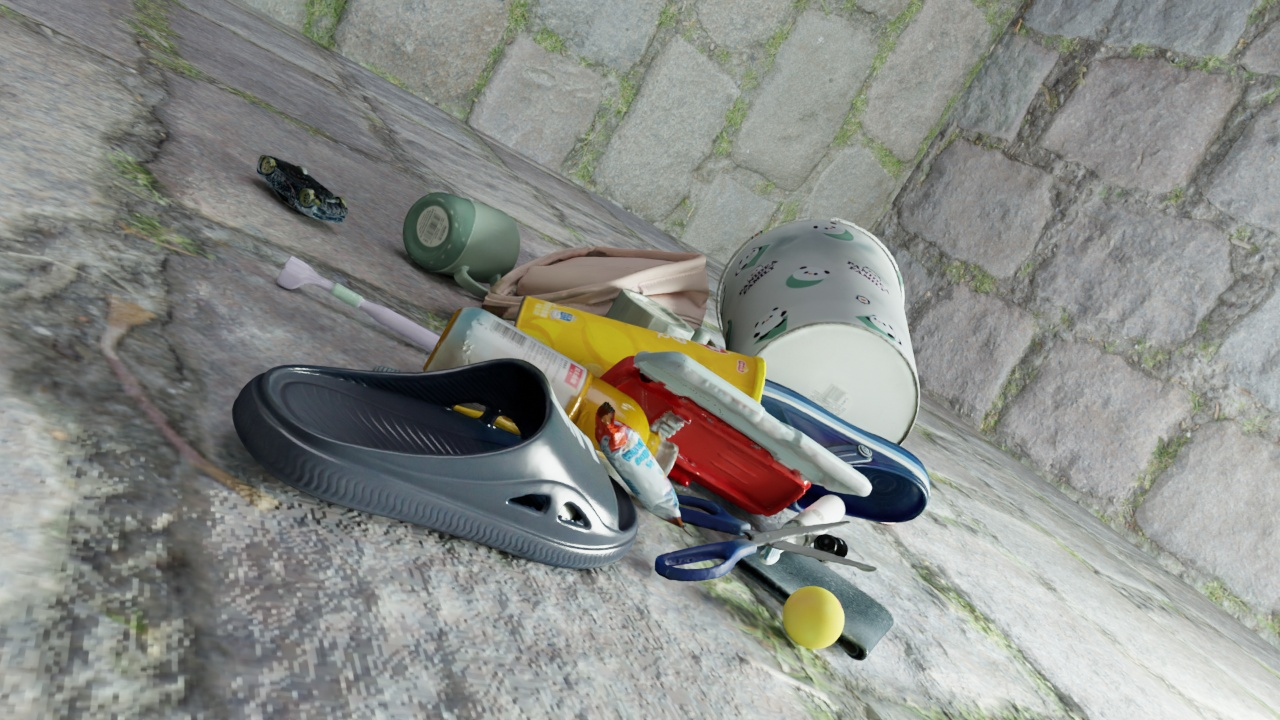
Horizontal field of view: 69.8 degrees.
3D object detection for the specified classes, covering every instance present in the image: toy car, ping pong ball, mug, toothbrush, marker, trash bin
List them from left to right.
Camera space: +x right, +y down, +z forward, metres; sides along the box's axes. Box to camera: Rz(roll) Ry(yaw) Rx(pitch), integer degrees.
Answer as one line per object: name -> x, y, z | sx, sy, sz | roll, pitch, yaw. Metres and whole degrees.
toy car -> -0.327, -0.163, 0.882 | 0.105, 0.031, 0.049 | 38, 13, 23
toothbrush -> -0.186, -0.025, 0.710 | 0.189, 0.021, 0.029 | 29, 50, -19
mug -> -0.184, -0.116, 0.960 | 0.106, 0.082, 0.111 | 6, 59, -65
toothbrush -> -0.093, 0.043, 0.622 | 0.191, 0.016, 0.018 | 22, 32, -12
mug -> 0.004, 0.000, 0.871 | 0.123, 0.103, 0.083 | 17, 18, -46
toothbrush -> 0.132, 0.137, 0.743 | 0.027, 0.026, 0.220 | 27, 11, 21
ping pong ball -> 0.114, 0.170, 0.607 | 0.040, 0.040, 0.040 | 30, 12, -7
trash bin -> 0.197, -0.012, 1.026 | 0.229, 0.230, 0.251 | 29, 27, -10
marker -> 0.157, 0.156, 0.758 | 0.020, 0.022, 0.132 | 21, -5, 19

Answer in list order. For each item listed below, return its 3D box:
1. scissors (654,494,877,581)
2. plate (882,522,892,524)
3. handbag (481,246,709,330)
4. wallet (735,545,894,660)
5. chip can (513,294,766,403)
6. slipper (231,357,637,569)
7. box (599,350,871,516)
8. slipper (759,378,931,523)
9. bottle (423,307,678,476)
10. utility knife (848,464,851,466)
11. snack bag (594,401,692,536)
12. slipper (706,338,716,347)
scissors -> 0.073, 0.123, 0.634 | 0.176, 0.012, 0.162 | 15, 17, 37
plate -> 0.221, 0.118, 1.118 | 0.229, 0.028, 0.229 | 30, 12, -7
handbag -> -0.059, -0.067, 0.951 | 0.194, 0.093, 0.233 | 7, 11, 36
wallet -> 0.130, 0.173, 0.693 | 0.121, 0.019, 0.097 | 34, 12, 24
chip can -> -0.005, 0.005, 0.780 | 0.213, 0.072, 0.072 | 15, 13, -3
slipper -> -0.083, 0.046, 0.511 | 0.268, 0.083, 0.110 | 24, 16, -44
box -> 0.066, 0.058, 0.724 | 0.201, 0.060, 0.161 | 33, -31, -19
slipper -> 0.161, 0.104, 0.886 | 0.252, 0.105, 0.095 | 24, 40, -8
bottle -> -0.061, 0.032, 0.663 | 0.189, 0.068, 0.068 | 31, 12, -9
utility knife -> 0.094, 0.075, 0.811 | 0.192, 0.018, 0.034 | 8, -18, 29
snack bag -> 0.000, 0.074, 0.611 | 0.105, 0.026, 0.045 | 56, -9, -19
slipper -> 0.057, 0.007, 1.035 | 0.091, 0.082, 0.190 | 24, 16, -41
